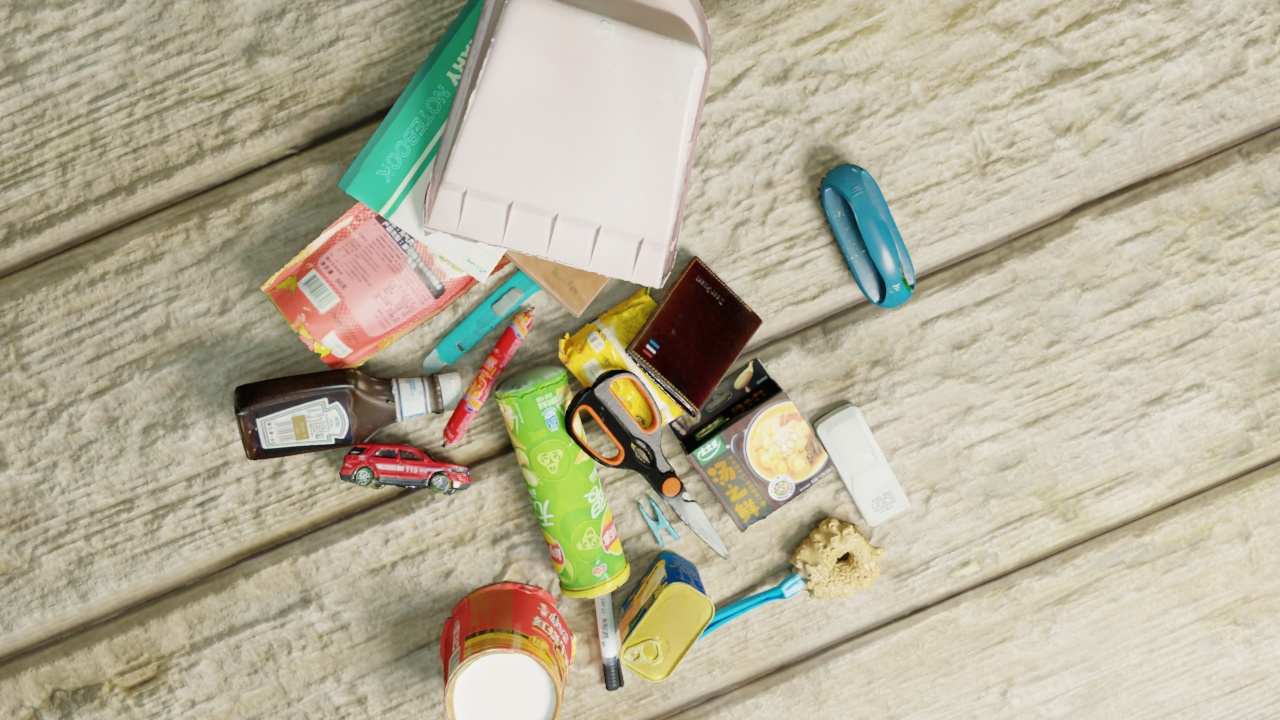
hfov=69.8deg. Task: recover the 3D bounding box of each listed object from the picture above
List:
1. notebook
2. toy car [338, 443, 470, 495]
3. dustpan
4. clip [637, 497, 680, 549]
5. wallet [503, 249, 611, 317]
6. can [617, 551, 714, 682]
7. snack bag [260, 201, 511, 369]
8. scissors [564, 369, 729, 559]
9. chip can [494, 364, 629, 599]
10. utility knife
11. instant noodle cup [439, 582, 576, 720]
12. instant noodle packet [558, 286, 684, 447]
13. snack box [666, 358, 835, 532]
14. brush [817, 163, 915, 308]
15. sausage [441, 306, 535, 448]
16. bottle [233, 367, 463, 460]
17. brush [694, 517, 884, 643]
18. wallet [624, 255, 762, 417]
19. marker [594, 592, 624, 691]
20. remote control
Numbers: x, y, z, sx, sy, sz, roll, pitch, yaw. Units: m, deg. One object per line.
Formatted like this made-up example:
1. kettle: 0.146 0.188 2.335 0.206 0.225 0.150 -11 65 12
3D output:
1. notebook: -0.142 -0.194 0.802 0.150 0.012 0.209 34 81 -9
2. toy car: -0.220 0.102 0.865 0.120 0.053 0.045 7 81 -2
3. dustpan: -0.047 -0.224 0.805 0.222 0.138 0.274 16 116 -13
4. clip: 0.018 0.162 0.917 0.046 0.014 0.057 -32 104 4
5. wallet: -0.068 -0.113 0.838 0.115 0.020 0.101 41 80 -14
6. can: 0.022 0.248 0.900 0.057 0.083 0.102 33 97 -10
7. snack bag: -0.222 -0.087 0.823 0.207 0.073 0.128 -39 109 -4
8. scissors: 0.007 0.117 0.860 0.124 0.022 0.235 -23 104 -16
9. chip can: -0.074 0.113 0.870 0.072 0.072 0.221 -17 102 -1
10. utility knife: -0.140 -0.043 0.861 0.171 0.013 0.029 -41 100 4
11. instant noodle cup: -0.132 0.302 0.886 0.138 0.108 0.138 -1 102 -4
12. instant noodle packet: -0.005 0.005 0.867 0.110 0.044 0.128 -35 106 -4
13. snack box: 0.107 0.083 0.894 0.113 0.053 0.125 -35 108 3
14. brush: 0.212 -0.113 0.845 0.055 0.073 0.144 -26 103 5
15. sausage: -0.141 0.014 0.849 0.020 0.020 0.155 32 78 -10
16. bottle: -0.260 0.042 0.833 0.194 0.044 0.080 -9 134 -18
17. brush: 0.129 0.240 0.934 0.255 0.045 0.083 -29 107 6
18. wallet: 0.051 -0.023 0.850 0.096 0.020 0.122 44 66 -19
19. marker: -0.033 0.276 0.935 0.022 0.018 0.131 -5 103 1
20. remote control: 0.221 0.105 0.917 0.049 0.024 0.125 -30 103 2
